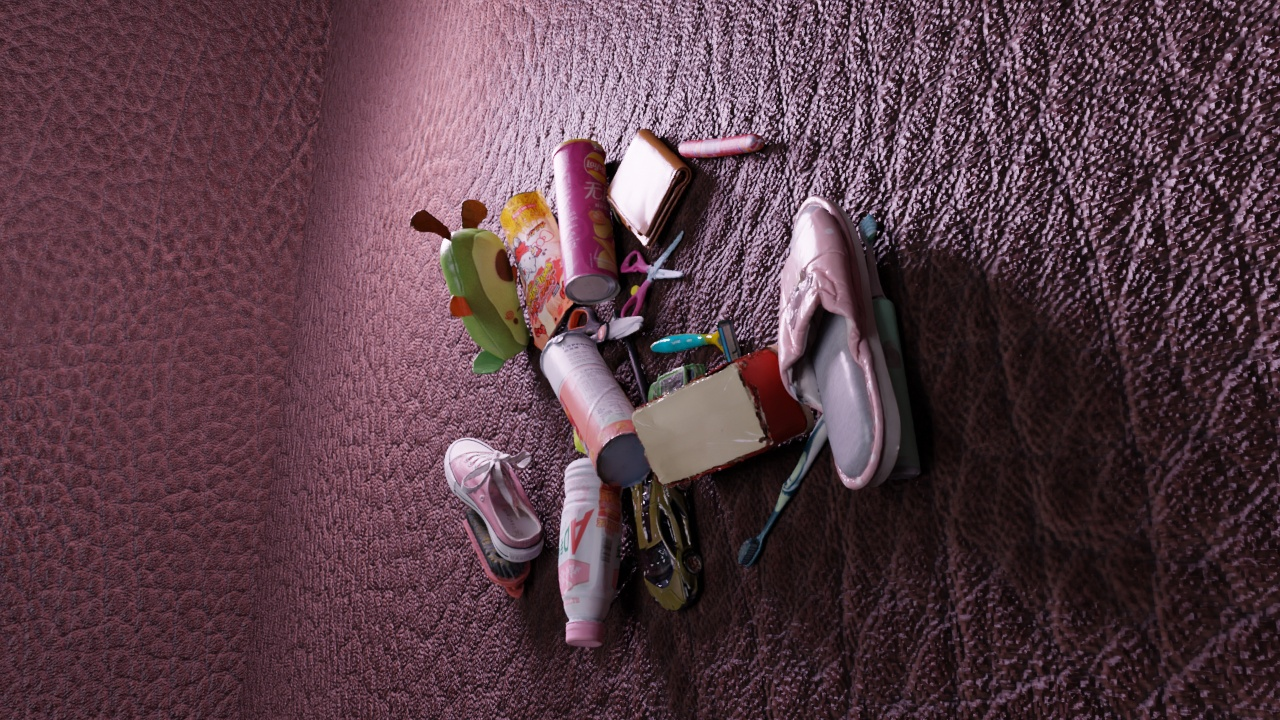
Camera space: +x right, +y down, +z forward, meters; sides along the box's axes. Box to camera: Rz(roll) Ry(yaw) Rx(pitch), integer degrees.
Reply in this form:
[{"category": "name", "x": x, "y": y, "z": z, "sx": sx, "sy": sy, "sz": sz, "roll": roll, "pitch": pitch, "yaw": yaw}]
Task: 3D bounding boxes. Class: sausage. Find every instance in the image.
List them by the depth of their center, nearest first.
[{"category": "sausage", "x": 0.085, "y": -0.227, "z": 0.978, "sx": 0.156, "sy": 0.020, "sz": 0.020, "roll": 16, "pitch": 94, "yaw": 59}]

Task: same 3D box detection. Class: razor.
[{"category": "razor", "x": 0.055, "y": -0.018, "z": 0.950, "sx": 0.133, "sy": 0.028, "sz": 0.043, "roll": -5, "pitch": 107, "yaw": 55}]

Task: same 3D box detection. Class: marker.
[{"category": "marker", "x": -0.040, "y": 0.267, "z": 1.020, "sx": 0.131, "sy": 0.018, "sz": 0.022, "roll": -60, "pitch": -1, "yaw": 27}]

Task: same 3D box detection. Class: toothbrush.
[{"category": "toothbrush", "x": 0.194, "y": -0.015, "z": 0.729, "sx": 0.027, "sy": 0.026, "sz": 0.224, "roll": 118, "pitch": 152, "yaw": -65}, {"category": "toothbrush", "x": 0.130, "y": 0.106, "z": 0.800, "sx": 0.192, "sy": 0.018, "sz": 0.016, "roll": -65, "pitch": 34, "yaw": 22}, {"category": "toothbrush", "x": -0.006, "y": 0.006, "z": 1.054, "sx": 0.018, "sy": 0.015, "sz": 0.181, "roll": -62, "pitch": 34, "yaw": 35}]

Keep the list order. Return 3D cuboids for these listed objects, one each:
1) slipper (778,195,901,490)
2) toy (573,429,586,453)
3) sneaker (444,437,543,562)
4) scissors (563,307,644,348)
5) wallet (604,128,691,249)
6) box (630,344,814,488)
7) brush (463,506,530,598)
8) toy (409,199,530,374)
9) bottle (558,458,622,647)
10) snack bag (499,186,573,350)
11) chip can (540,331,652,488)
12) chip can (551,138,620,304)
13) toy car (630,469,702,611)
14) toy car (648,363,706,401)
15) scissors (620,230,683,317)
[{"category": "slipper", "x": 0.148, "y": -0.023, "z": 0.741, "sx": 0.114, "sy": 0.054, "sz": 0.273, "roll": 112, "pitch": 158, "yaw": -53}, {"category": "toy", "x": -0.052, "y": 0.064, "z": 1.093, "sx": 0.100, "sy": 0.031, "sz": 0.096, "roll": -60, "pitch": 32, "yaw": 22}, {"category": "sneaker", "x": -0.193, "y": 0.162, "z": 1.220, "sx": 0.241, "sy": 0.118, "sz": 0.088, "roll": 46, "pitch": 137, "yaw": 47}, {"category": "scissors", "x": -0.048, "y": -0.047, "z": 1.108, "sx": 0.236, "sy": 0.021, "sz": 0.136, "roll": -44, "pitch": 43, "yaw": 52}, {"category": "wallet", "x": 0.003, "y": -0.200, "z": 1.086, "sx": 0.119, "sy": 0.035, "sz": 0.130, "roll": -64, "pitch": 33, "yaw": 23}, {"category": "box", "x": 0.064, "y": 0.055, "z": 0.838, "sx": 0.169, "sy": 0.079, "sz": 0.091, "roll": -30, "pitch": 81, "yaw": 50}, {"category": "brush", "x": -0.188, "y": 0.254, "z": 1.230, "sx": 0.146, "sy": 0.063, "sz": 0.069, "roll": -131, "pitch": 28, "yaw": -51}, {"category": "toy", "x": -0.224, "y": -0.109, "z": 1.297, "sx": 0.090, "sy": 0.226, "sz": 0.247, "roll": -17, "pitch": 101, "yaw": 25}, {"category": "bottle", "x": -0.055, "y": 0.207, "z": 0.996, "sx": 0.068, "sy": 0.068, "sz": 0.196, "roll": -35, "pitch": 45, "yaw": 49}, {"category": "snack bag", "x": -0.137, "y": -0.131, "z": 1.274, "sx": 0.129, "sy": 0.073, "sz": 0.207, "roll": -47, "pitch": 51, "yaw": 40}, {"category": "chip can", "x": -0.048, "y": 0.048, "z": 0.995, "sx": 0.071, "sy": 0.071, "sz": 0.214, "roll": -66, "pitch": 31, "yaw": 20}, {"category": "chip can", "x": -0.070, "y": -0.177, "z": 1.161, "sx": 0.072, "sy": 0.071, "sz": 0.210, "roll": -39, "pitch": 50, "yaw": 46}, {"category": "toy car", "x": 0.024, "y": 0.174, "z": 0.929, "sx": 0.070, "sy": 0.042, "sz": 0.158, "roll": -42, "pitch": 50, "yaw": 45}, {"category": "toy car", "x": 0.036, "y": 0.032, "z": 0.960, "sx": 0.091, "sy": 0.036, "sz": 0.043, "roll": -34, "pitch": 54, "yaw": 54}, {"category": "scissors", "x": 0.010, "y": -0.104, "z": 1.065, "sx": 0.134, "sy": 0.017, "sz": 0.125, "roll": -52, "pitch": 37, "yaw": 30}]
